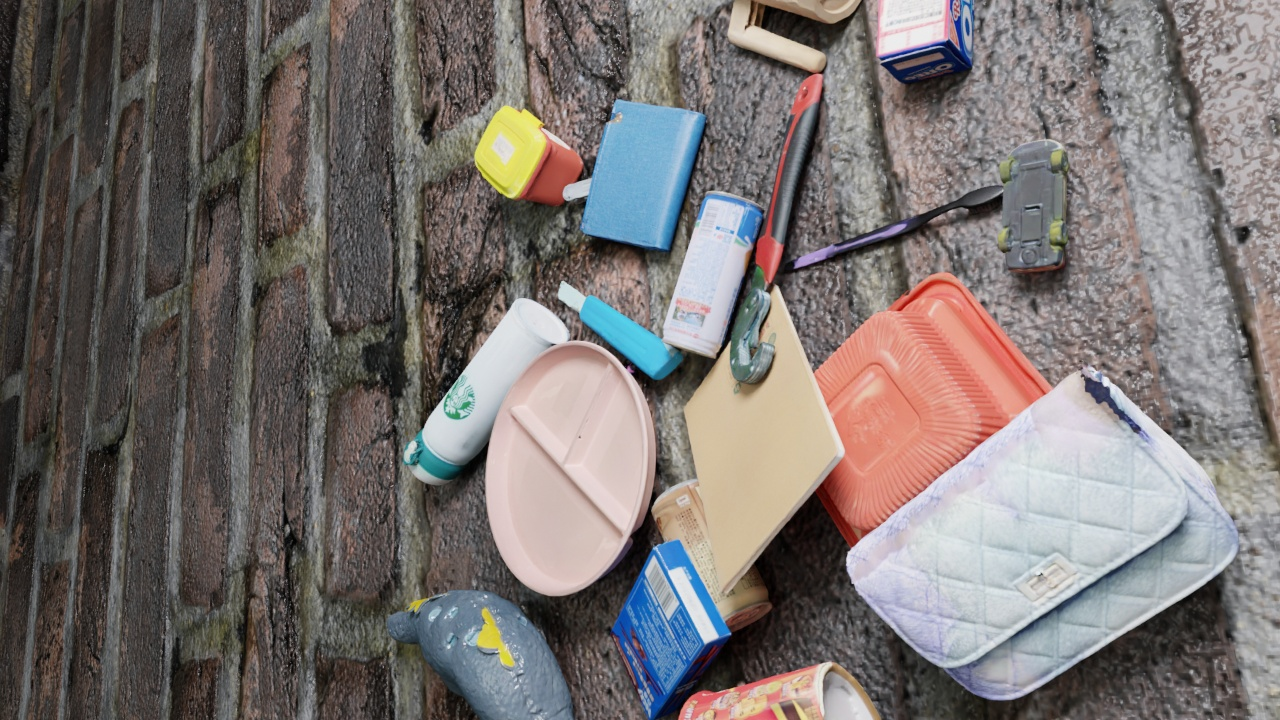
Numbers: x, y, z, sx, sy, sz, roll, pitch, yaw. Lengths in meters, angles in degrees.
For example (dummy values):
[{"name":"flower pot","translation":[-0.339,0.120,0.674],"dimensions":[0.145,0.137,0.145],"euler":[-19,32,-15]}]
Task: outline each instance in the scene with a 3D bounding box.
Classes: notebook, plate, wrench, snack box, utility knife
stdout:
[{"name":"notebook","translation":[0.084,0.051,0.697],"dimensions":[0.148,0.008,0.207],"euler":[-57,23,29]},{"name":"plate","translation":[-0.066,0.096,0.835],"dimensions":[0.230,0.028,0.229],"euler":[-14,70,44]},{"name":"wrench","translation":[0.111,-0.110,0.743],"dimensions":[0.056,0.016,0.273],"euler":[-17,56,63]},{"name":"snack box","translation":[0.019,0.220,0.739],"dimensions":[0.084,0.026,0.157],"euler":[60,147,31]},{"name":"snack box","translation":[0.218,-0.319,0.696],"dimensions":[0.058,0.057,0.207],"euler":[-1,81,38]},{"name":"snack box","translation":[-0.111,-0.207,0.942],"dimensions":[0.091,0.080,0.082],"euler":[46,112,37]},{"name":"utility knife","translation":[-0.029,-0.035,0.874],"dimensions":[0.199,0.018,0.034],"euler":[37,96,45]}]

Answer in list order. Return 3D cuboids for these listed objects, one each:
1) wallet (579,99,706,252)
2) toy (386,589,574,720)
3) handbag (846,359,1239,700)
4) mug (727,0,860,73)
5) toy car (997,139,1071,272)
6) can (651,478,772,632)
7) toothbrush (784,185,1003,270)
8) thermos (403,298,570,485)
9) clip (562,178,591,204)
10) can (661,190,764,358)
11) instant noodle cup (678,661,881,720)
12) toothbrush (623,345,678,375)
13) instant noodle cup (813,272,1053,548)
[{"name":"wallet","translation":[0.000,-0.174,0.867],"dimensions":[0.106,0.040,0.133],"euler":[17,92,31]},{"name":"toy","translation":[-0.141,0.296,0.868],"dimensions":[0.357,0.091,0.138],"euler":[28,112,42]},{"name":"handbag","translation":[0.238,0.110,0.551],"dimensions":[0.134,0.075,0.194],"euler":[43,115,1]},{"name":"mug","translation":[0.125,-0.314,0.768],"dimensions":[0.103,0.084,0.125],"euler":[37,130,37]},{"name":"toy car","translation":[0.269,-0.105,0.624],"dimensions":[0.042,0.035,0.090],"euler":[-3,79,39]},{"name":"can","translation":[0.056,0.158,0.742],"dimensions":[0.059,0.058,0.116],"euler":[-43,57,27]},{"name":"toothbrush","translation":[0.191,-0.098,0.709],"dimensions":[0.189,0.016,0.014],"euler":[-17,59,41]},{"name":"thermos","translation":[-0.165,0.039,0.947],"dimensions":[0.225,0.073,0.073],"euler":[-50,54,22]},{"name":"clip","translation":[-0.050,-0.172,0.926],"dimensions":[0.057,0.031,0.025],"euler":[-12,76,30]},{"name":"can","translation":[0.061,-0.072,0.781],"dimensions":[0.053,0.053,0.134],"euler":[18,90,41]},{"name":"instant noodle cup","translation":[0.107,0.279,0.636],"dimensions":[0.109,0.137,0.137],"euler":[-32,62,22]},{"name":"toothbrush","translation":[-0.005,0.005,0.853],"dimensions":[0.190,0.017,0.014],"euler":[-31,61,31]},{"name":"instant noodle cup","translation":[0.180,0.046,0.645],"dimensions":[0.189,0.079,0.164],"euler":[-51,49,28]}]
